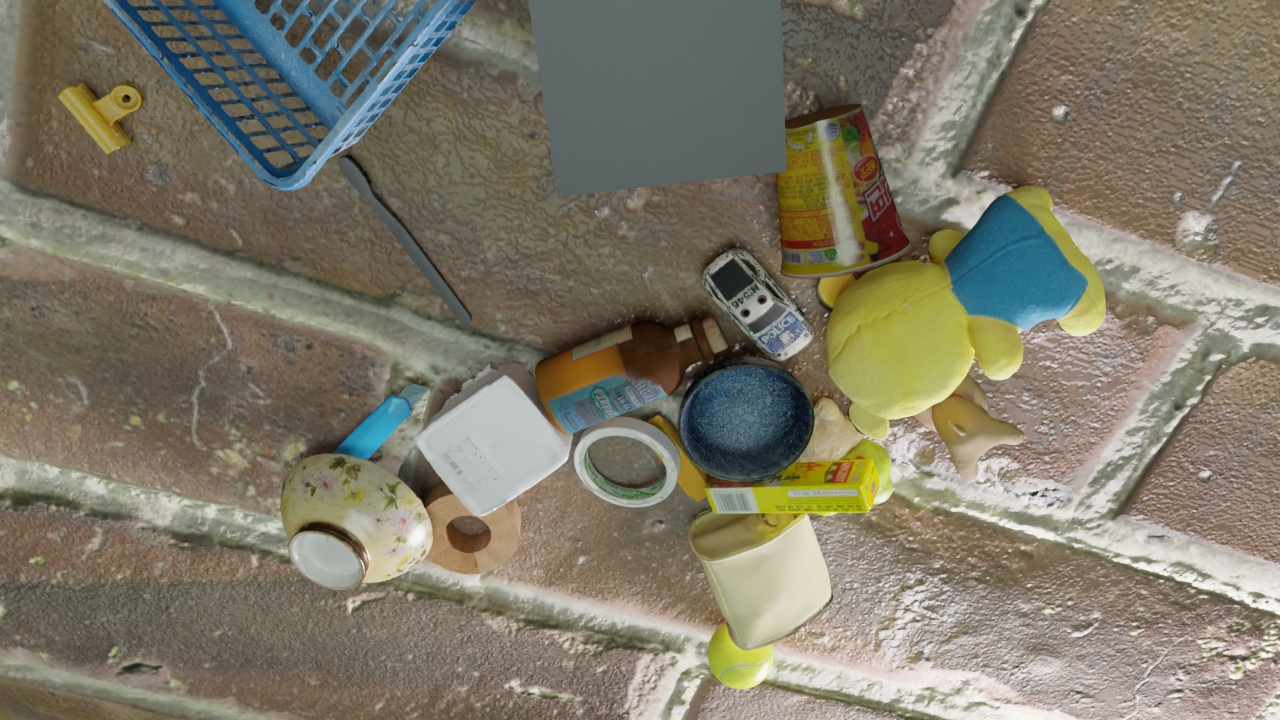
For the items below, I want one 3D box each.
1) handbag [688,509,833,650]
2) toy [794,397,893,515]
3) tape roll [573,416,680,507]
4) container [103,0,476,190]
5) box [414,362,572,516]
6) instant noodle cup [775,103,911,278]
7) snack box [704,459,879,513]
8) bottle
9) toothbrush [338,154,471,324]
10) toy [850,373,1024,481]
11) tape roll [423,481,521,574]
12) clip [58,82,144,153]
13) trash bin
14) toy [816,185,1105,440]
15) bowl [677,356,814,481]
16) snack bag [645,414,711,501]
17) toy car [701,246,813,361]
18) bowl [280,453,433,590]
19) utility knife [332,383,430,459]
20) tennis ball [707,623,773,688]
[{"bbox_3d":[0.116,0.195,0.861,0.111,0.081,0.119,-22,114,1],"label":"handbag"},{"bbox_3d":[0.173,0.086,0.824,0.092,0.043,0.118,-18,112,19],"label":"toy"},{"bbox_3d":[-0.012,0.092,0.823,0.094,0.018,0.094,7,125,10],"label":"tape roll"},{"bbox_3d":[-0.168,-0.314,0.554,0.363,0.089,0.257,-42,87,18],"label":"container"},{"bbox_3d":[-0.126,0.060,0.810,0.107,0.095,0.102,-34,101,9],"label":"box"},{"bbox_3d":[0.145,-0.129,0.692,0.100,0.100,0.112,-13,108,5],"label":"instant noodle cup"},{"bbox_3d":[0.131,0.111,0.804,0.148,0.040,0.029,-6,116,32],"label":"snack box"},{"bbox_3d":[-0.005,0.004,0.766,0.157,0.067,0.068,-22,115,9],"label":"bottle"},{"bbox_3d":[-0.188,-0.095,0.743,0.013,0.013,0.167,-28,115,12],"label":"toothbrush"},{"bbox_3d":[0.260,0.039,0.773,0.105,0.108,0.134,31,113,-38],"label":"toy"},{"bbox_3d":[-0.160,0.155,0.859,0.094,0.027,0.094,0,117,-1],"label":"tape roll"},{"bbox_3d":[-0.398,-0.187,0.687,0.048,0.046,0.054,-11,122,44],"label":"clip"},{"bbox_3d":[0.009,-0.207,0.601,0.140,0.171,0.140,-6,117,1],"label":"trash bin"},{"bbox_3d":[0.235,-0.043,0.711,0.214,0.148,0.084,-28,144,20],"label":"toy"},{"bbox_3d":[0.088,0.041,0.791,0.114,0.060,0.114,0,117,0],"label":"bowl"},{"bbox_3d":[0.034,0.088,0.835,0.026,0.020,0.099,-29,114,19],"label":"snack bag"},{"bbox_3d":[0.099,-0.044,0.759,0.048,0.040,0.113,-39,112,17],"label":"toy car"},{"bbox_3d":[-0.266,0.158,0.820,0.145,0.063,0.145,8,125,11],"label":"bowl"},{"bbox_3d":[-0.247,0.074,0.821,0.031,0.015,0.175,40,115,-22],"label":"utility knife"},{"bbox_3d":[0.099,0.293,0.914,0.065,0.065,0.065,-1,117,-1],"label":"tennis ball"}]
